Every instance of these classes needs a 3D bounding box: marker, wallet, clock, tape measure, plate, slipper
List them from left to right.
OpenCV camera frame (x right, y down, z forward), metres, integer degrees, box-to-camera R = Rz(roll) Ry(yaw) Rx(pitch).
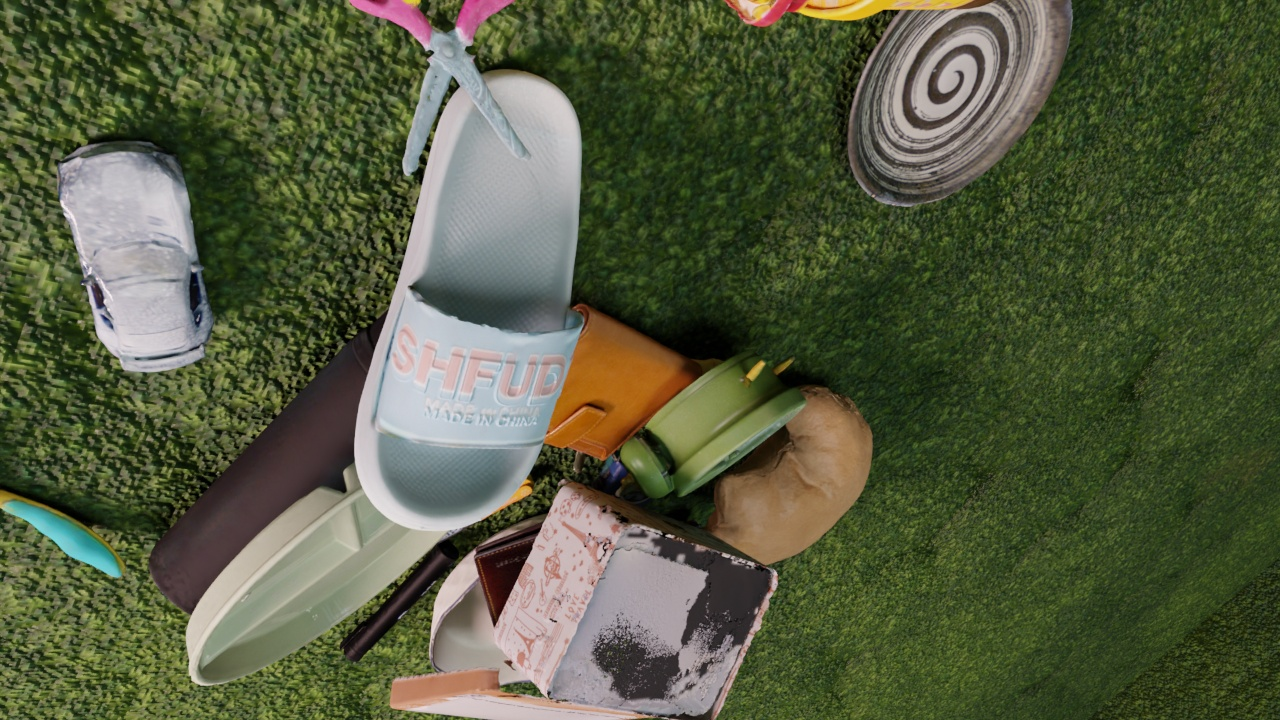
[{"bbox_3d":[-0.181,0.115,0.579,0.230,0.027,0.230,-40,168,-11],"label":"plate"},{"bbox_3d":[-0.191,0.190,0.724,0.022,0.020,0.132,37,107,-22],"label":"marker"},{"bbox_3d":[-0.136,0.122,0.697,0.124,0.015,0.018,-29,133,-1],"label":"marker"},{"bbox_3d":[-0.075,-0.029,0.476,0.104,0.074,0.245,10,92,-32],"label":"slipper"},{"bbox_3d":[-0.084,0.202,0.785,0.204,0.045,0.205,-19,137,-18],"label":"plate"},{"bbox_3d":[-0.074,0.169,0.711,0.096,0.020,0.122,-19,133,-17],"label":"wallet"},{"bbox_3d":[-0.036,0.023,0.634,0.119,0.035,0.130,-45,143,16],"label":"wallet"},{"bbox_3d":[-0.009,0.096,0.746,0.058,0.025,0.055,11,125,-34],"label":"tape measure"},{"bbox_3d":[0.046,0.054,0.674,0.161,0.056,0.116,-40,167,18],"label":"clock"},{"bbox_3d":[0.209,-0.186,0.616,0.179,0.024,0.180,-18,135,-19],"label":"plate"}]

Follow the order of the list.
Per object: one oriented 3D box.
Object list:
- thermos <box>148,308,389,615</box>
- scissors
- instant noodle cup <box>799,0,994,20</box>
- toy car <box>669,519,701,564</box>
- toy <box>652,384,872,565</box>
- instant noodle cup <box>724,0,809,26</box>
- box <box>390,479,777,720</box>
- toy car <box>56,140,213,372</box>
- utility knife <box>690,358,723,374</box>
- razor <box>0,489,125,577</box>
[{"bbox_3d":[-0.187,0.058,0.564,0.243,0.068,0.090,-43,152,10],"label":"thermos"},{"bbox_3d":[-0.087,-0.154,0.431,0.131,0.017,0.133,-44,115,-15],"label":"scissors"},{"bbox_3d":[0.138,-0.231,0.462,0.114,0.118,0.119,-10,134,-35],"label":"instant noodle cup"},{"bbox_3d":[0.025,0.186,0.844,0.049,0.031,0.107,-33,153,-48],"label":"toy car"},{"bbox_3d":[0.108,0.122,0.783,0.226,0.082,0.143,-47,125,-2],"label":"toy"},{"bbox_3d":[0.021,-0.224,0.400,0.123,0.116,0.116,5,127,-22],"label":"instant noodle cup"},{"bbox_3d":[-0.038,0.216,0.677,0.179,0.132,0.272,26,116,-40],"label":"box"},{"bbox_3d":[-0.244,-0.048,0.449,0.054,0.036,0.121,-10,131,-24],"label":"toy car"},{"bbox_3d":[-0.004,0.004,0.664,0.207,0.021,0.031,4,125,-43],"label":"utility knife"},{"bbox_3d":[-0.350,0.093,0.521,0.043,0.028,0.132,-21,140,21],"label":"razor"}]
